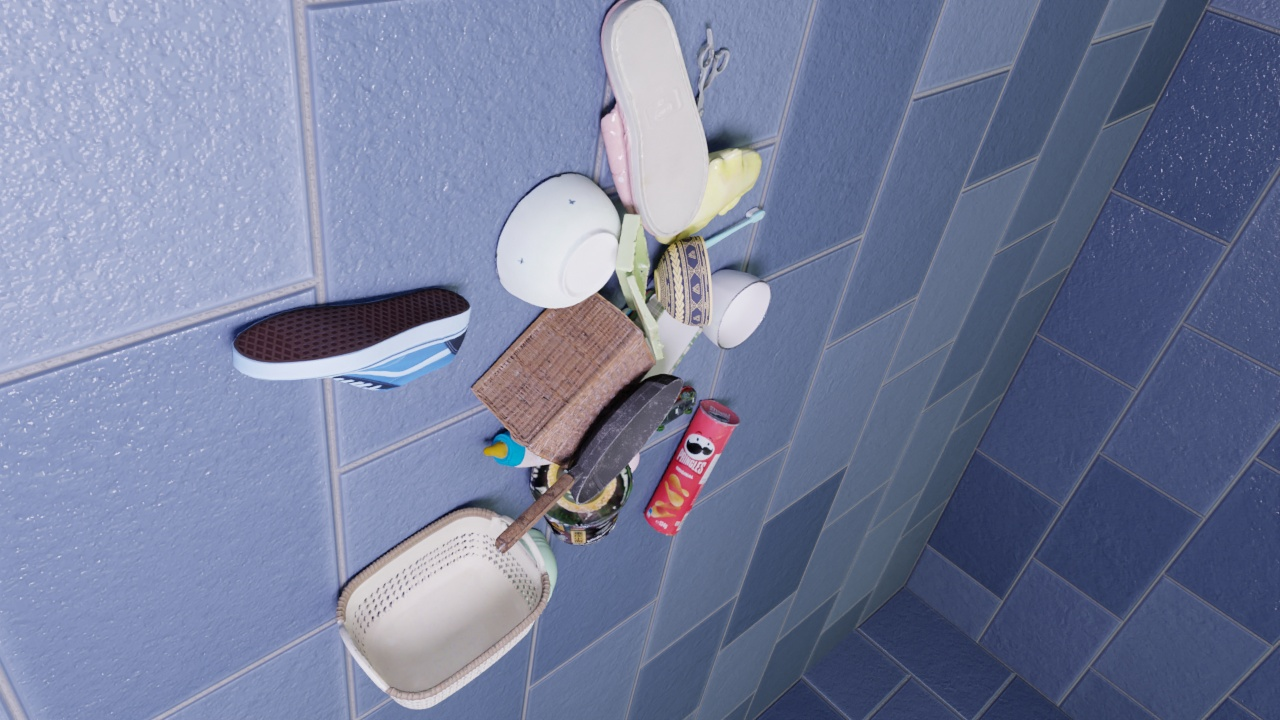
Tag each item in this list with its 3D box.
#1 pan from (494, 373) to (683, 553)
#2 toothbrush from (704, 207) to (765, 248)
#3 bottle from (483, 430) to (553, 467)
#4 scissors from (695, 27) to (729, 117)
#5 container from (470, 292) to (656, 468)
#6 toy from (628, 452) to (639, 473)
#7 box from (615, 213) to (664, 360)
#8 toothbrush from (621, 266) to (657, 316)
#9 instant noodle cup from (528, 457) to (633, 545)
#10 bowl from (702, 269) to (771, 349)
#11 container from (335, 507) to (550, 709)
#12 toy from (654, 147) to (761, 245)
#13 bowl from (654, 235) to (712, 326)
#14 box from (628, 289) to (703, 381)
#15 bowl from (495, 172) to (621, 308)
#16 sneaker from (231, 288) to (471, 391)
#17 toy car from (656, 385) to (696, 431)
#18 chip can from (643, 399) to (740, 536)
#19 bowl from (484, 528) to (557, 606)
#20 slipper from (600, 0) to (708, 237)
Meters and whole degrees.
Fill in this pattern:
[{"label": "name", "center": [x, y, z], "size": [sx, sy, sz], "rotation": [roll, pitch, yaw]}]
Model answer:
[{"label": "pan", "center": [-0.063, 0.121, 1.085], "size": [0.355, 0.040, 0.208], "rotation": [-34, 160, -50]}, {"label": "toothbrush", "center": [0.102, -0.166, 1.247], "size": [0.180, 0.016, 0.016], "rotation": [-33, 146, -27]}, {"label": "bottle", "center": [-0.145, 0.110, 1.171], "size": [0.146, 0.051, 0.051], "rotation": [0, 122, -53]}, {"label": "scissors", "center": [0.065, -0.299, 1.055], "size": [0.094, 0.014, 0.171], "rotation": [-9, 128, -60]}, {"label": "container", "center": [-0.084, 0.020, 1.096], "size": [0.198, 0.114, 0.113], "rotation": [-47, 154, -5]}, {"label": "toy", "center": [-0.022, 0.139, 1.372], "size": [0.110, 0.047, 0.063], "rotation": [-54, 158, -2]}, {"label": "box", "center": [-0.001, -0.078, 1.061], "size": [0.044, 0.141, 0.188], "rotation": [-12, 171, 2]}, {"label": "toothbrush", "center": [-0.009, -0.070, 1.196], "size": [0.189, 0.017, 0.016], "rotation": [-53, 153, 1]}, {"label": "instant noodle cup", "center": [-0.083, 0.188, 1.270], "size": [0.137, 0.137, 0.112], "rotation": [-37, 157, -24]}, {"label": "bowl", "center": [0.126, -0.080, 1.319], "size": [0.116, 0.066, 0.116], "rotation": [-34, 145, -28]}, {"label": "container", "center": [-0.241, 0.313, 1.141], "size": [0.245, 0.184, 0.143], "rotation": [-32, 155, -28]}, {"label": "toy", "center": [0.086, -0.209, 1.130], "size": [0.170, 0.064, 0.155], "rotation": [-33, 164, -23]}, {"label": "bowl", "center": [0.050, -0.097, 1.146], "size": [0.061, 0.112, 0.113], "rotation": [-6, 138, -3]}, {"label": "box", "center": [-0.007, 0.007, 1.252], "size": [0.205, 0.050, 0.117], "rotation": [-56, 147, 7]}, {"label": "bowl", "center": [-0.076, -0.119, 1.002], "size": [0.153, 0.073, 0.154], "rotation": [-35, 147, -28]}, {"label": "sneaker", "center": [-0.265, 0.002, 0.869], "size": [0.240, 0.083, 0.098], "rotation": [-18, 135, -48]}, {"label": "toy car", "center": [0.047, 0.072, 1.401], "size": [0.091, 0.036, 0.042], "rotation": [-36, 146, -27]}, {"label": "chip can", "center": [0.082, 0.181, 1.530], "size": [0.073, 0.073, 0.233], "rotation": [-4, 126, -52]}, {"label": "bowl", "center": [-0.177, 0.326, 1.331], "size": [0.150, 0.077, 0.151], "rotation": [-33, 144, -28]}, {"label": "slipper", "center": [0.009, -0.256, 0.987], "size": [0.114, 0.054, 0.275], "rotation": [-34, 134, -22]}]
